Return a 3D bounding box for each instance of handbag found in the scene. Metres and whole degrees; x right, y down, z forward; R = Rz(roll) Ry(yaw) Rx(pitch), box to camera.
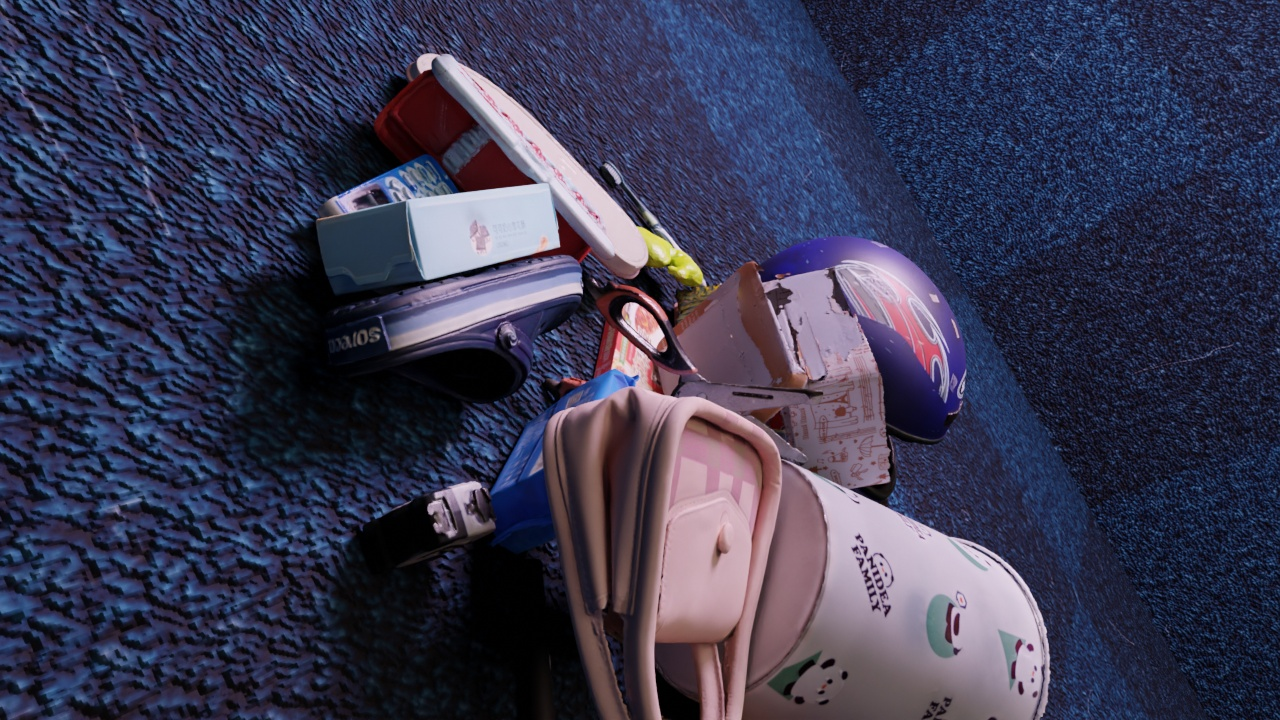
[{"bbox_3d":[0.023,0.143,0.555,0.193,0.093,0.234,31,55,-60],"label":"handbag"}]

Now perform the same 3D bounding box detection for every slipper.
[{"bbox_3d":[-0.109,-0.016,0.628,0.252,0.105,0.095,-23,104,-67],"label":"slipper"},{"bbox_3d":[-0.104,-0.167,0.835,0.274,0.055,0.114,40,30,-20],"label":"slipper"}]

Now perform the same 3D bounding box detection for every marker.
[{"bbox_3d":[-0.068,0.190,0.586,0.022,0.020,0.131,15,48,-31],"label":"marker"}]

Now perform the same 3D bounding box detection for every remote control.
[{"bbox_3d":[-0.176,-0.110,0.662,0.049,0.024,0.124,54,33,-10],"label":"remote control"}]

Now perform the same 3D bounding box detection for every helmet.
[{"bbox_3d":[0.241,0.011,1.029,0.315,0.241,0.246,59,30,-2],"label":"helmet"}]

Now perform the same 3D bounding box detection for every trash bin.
[{"bbox_3d":[0.152,0.205,0.727,0.251,0.230,0.229,32,38,-32],"label":"trash bin"}]

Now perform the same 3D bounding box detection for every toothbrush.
[{"bbox_3d":[0.016,-0.152,1.059,0.191,0.016,0.018,50,39,-16],"label":"toothbrush"}]

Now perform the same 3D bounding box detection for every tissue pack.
[{"bbox_3d":[-0.048,0.070,0.656,0.052,0.095,0.156,52,27,-17],"label":"tissue pack"}]

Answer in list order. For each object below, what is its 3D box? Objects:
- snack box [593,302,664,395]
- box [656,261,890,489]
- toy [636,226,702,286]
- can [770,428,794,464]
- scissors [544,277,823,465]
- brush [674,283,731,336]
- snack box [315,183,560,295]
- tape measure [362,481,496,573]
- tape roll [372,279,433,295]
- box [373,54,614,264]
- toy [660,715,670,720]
[{"bbox_3d":[-0.005,0.005,0.860,0.075,0.026,0.152,44,31,-25],"label":"snack box"},{"bbox_3d":[0.104,0.020,0.806,0.182,0.185,0.154,-94,168,-54],"label":"box"},{"bbox_3d":[0.019,-0.114,0.979,0.100,0.031,0.096,21,21,-26],"label":"toy"},{"bbox_3d":[0.130,0.134,0.900,0.075,0.075,0.111,28,41,-44],"label":"can"},{"bbox_3d":[0.026,0.019,0.717,0.225,0.189,0.015,54,25,-3],"label":"scissors"},{"bbox_3d":[0.068,-0.012,0.962,0.073,0.063,0.145,75,12,-45],"label":"brush"},{"bbox_3d":[-0.130,-0.085,0.625,0.174,0.074,0.051,-30,112,-62],"label":"snack box"},{"bbox_3d":[-0.120,0.097,0.542,0.065,0.066,0.033,-6,73,-57],"label":"tape measure"},{"bbox_3d":[-0.186,-0.084,0.666,0.086,0.014,0.085,38,35,-33],"label":"tape roll"},{"bbox_3d":[-0.108,-0.144,0.728,0.201,0.095,0.101,46,-8,-22],"label":"box"},{"bbox_3d":[0.026,0.296,0.572,0.225,0.083,0.143,22,54,-52],"label":"toy"}]
